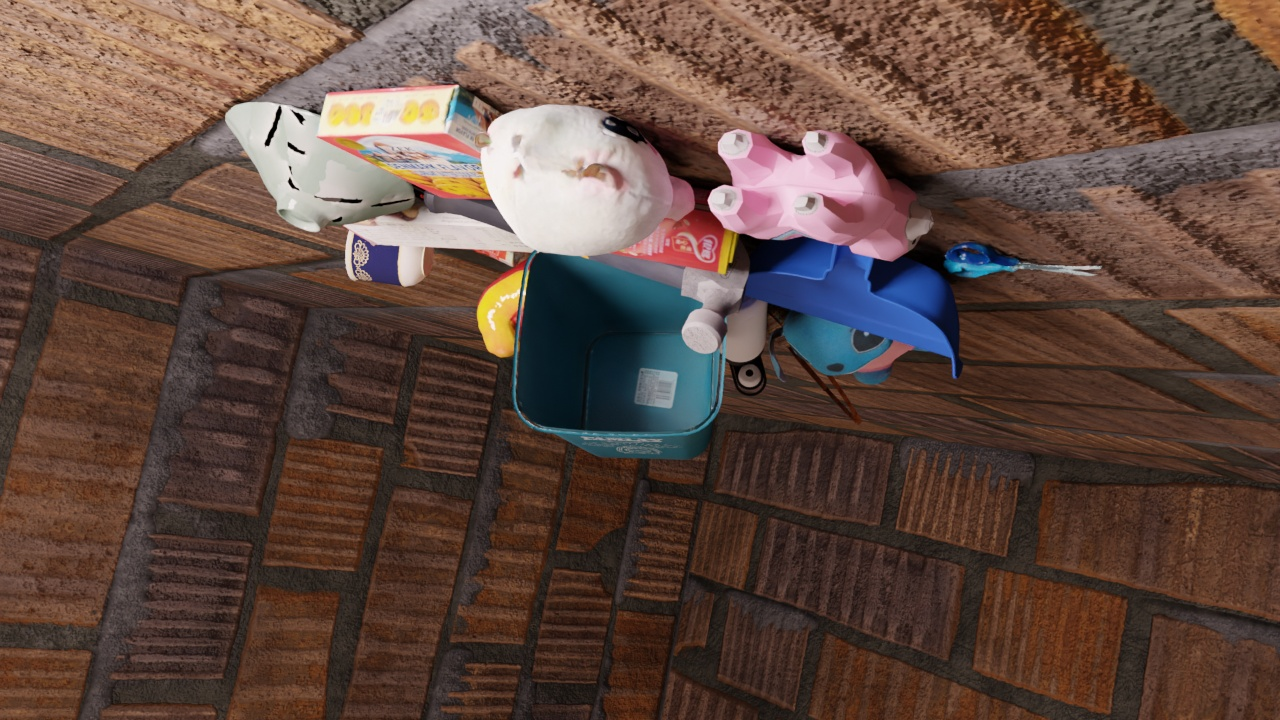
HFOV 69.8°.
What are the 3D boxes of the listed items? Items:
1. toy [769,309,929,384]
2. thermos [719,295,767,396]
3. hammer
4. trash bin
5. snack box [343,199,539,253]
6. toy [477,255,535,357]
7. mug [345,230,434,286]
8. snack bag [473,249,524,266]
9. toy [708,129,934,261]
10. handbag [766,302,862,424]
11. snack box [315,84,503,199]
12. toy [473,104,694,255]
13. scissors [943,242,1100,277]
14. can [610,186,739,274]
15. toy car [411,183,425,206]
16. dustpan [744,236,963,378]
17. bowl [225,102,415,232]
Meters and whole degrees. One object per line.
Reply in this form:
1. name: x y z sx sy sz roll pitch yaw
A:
1. toy: 0.255 -0.031 1.017 0.191 0.098 0.225 12 153 -40
2. thermos: 0.119 -0.033 1.076 0.068 0.101 0.230 -14 162 4
3. hammer: -0.053 -0.108 0.826 0.313 0.139 0.035 19 141 12
4. trash bin: -0.006 0.005 0.940 0.197 0.199 0.219 1 163 9
5. snack box: -0.187 -0.146 0.958 0.273 0.044 0.076 5 167 24
6. toy: -0.131 -0.076 1.141 0.148 0.099 0.216 -26 -171 9
7. mug: -0.307 -0.144 1.133 0.089 0.085 0.112 9 139 1
8. snack bag: -0.212 -0.149 1.067 0.155 0.044 0.087 15 166 6
9. toy: 0.126 -0.110 0.634 0.123 0.067 0.157 9 178 36
10. handbag: 0.218 -0.003 1.139 0.196 0.043 0.093 51 176 1
11. snack box: -0.152 -0.168 0.727 0.143 0.040 0.144 9 174 33
12. toy: -0.029 -0.127 0.658 0.139 0.101 0.179 22 -162 27
13. scissors: 0.322 -0.082 0.774 0.135 0.016 0.083 7 172 25
14. can: 0.021 -0.115 0.770 0.124 0.066 0.066 11 174 6
15. toy car: -0.259 -0.172 0.925 0.092 0.036 0.042 8 173 33
16. dustpan: 0.187 -0.075 0.814 0.246 0.059 0.258 18 155 14
17. bowl: -0.299 -0.156 0.835 0.174 0.067 0.174 16 164 5
